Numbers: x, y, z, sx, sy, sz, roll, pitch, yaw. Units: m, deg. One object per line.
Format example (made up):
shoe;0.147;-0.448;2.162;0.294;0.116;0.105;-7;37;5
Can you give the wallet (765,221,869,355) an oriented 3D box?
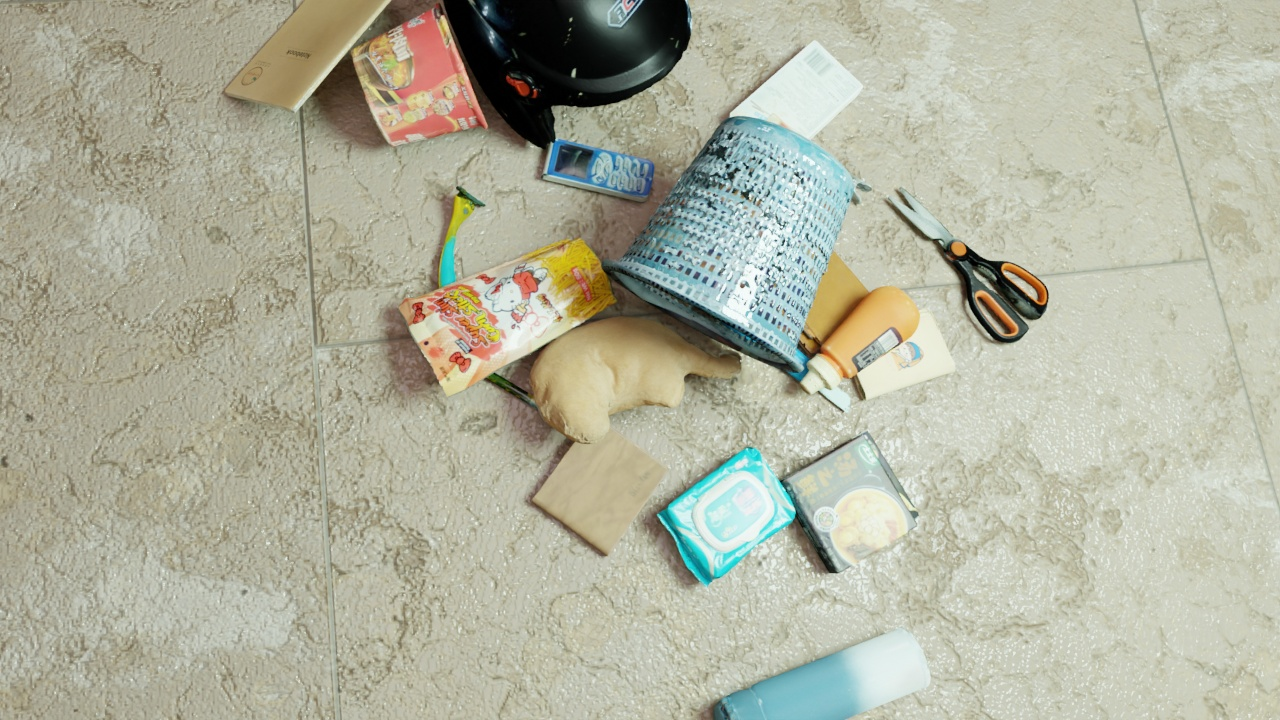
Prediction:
wallet;0.191;-0.086;1.047;0.107;0.031;0.132;-38;84;-17

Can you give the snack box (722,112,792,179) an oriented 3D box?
snack box;0.152;-0.207;1.030;0.093;0.077;0.094;44;102;4

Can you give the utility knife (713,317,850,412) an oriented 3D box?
utility knife;0.157;-0.010;1.031;0.203;0.018;0.034;39;79;2

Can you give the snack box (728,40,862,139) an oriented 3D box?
snack box;0.185;-0.306;1.100;0.156;0.027;0.084;-43;86;-14

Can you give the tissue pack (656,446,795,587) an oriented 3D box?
tissue pack;0.090;0.163;0.965;0.133;0.050;0.093;-36;84;-13

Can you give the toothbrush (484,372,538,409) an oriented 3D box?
toothbrush;-0.123;0.043;0.987;0.186;0.012;0.017;31;86;1

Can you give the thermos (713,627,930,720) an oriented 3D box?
thermos;0.181;0.338;0.930;0.220;0.070;0.070;-18;79;-10

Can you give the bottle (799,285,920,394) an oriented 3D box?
bottle;0.234;-0.016;1.004;0.149;0.067;0.067;-41;84;-3

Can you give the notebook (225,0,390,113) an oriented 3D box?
notebook;-0.356;-0.360;1.012;0.148;0.008;0.207;22;71;36

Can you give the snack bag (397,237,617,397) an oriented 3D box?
snack bag;-0.138;-0.055;0.967;0.207;0.073;0.128;-26;62;-18

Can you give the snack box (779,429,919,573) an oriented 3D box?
snack box;0.229;0.149;0.990;0.125;0.053;0.113;-29;82;-8

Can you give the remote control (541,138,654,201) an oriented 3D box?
remote control;-0.048;-0.217;1.051;0.125;0.024;0.049;13;75;-5

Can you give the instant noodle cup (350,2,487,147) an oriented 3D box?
instant noodle cup;-0.241;-0.300;0.998;0.108;0.138;0.138;-21;80;-3

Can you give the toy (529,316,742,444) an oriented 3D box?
toy;-0.006;0.006;0.967;0.225;0.083;0.143;-21;57;-16

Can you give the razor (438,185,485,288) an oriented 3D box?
razor;-0.203;-0.123;1.008;0.028;0.043;0.132;5;79;21

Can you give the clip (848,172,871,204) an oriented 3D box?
clip;0.246;-0.211;1.089;0.056;0.024;0.026;40;78;-3

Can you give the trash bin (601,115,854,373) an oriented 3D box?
trash bin;0.105;-0.123;0.916;0.226;0.226;0.195;29;89;0

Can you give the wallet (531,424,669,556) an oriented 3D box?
wallet;-0.041;0.131;0.966;0.101;0.020;0.115;35;83;1

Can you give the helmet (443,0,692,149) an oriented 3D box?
helmet;-0.083;-0.378;0.981;0.275;0.230;0.233;26;70;40

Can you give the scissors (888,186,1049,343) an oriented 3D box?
scissors;0.392;-0.126;1.091;0.161;0.022;0.234;-17;75;-17

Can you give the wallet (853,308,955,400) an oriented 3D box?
wallet;0.292;-0.011;1.046;0.115;0.024;0.087;-17;76;-8
